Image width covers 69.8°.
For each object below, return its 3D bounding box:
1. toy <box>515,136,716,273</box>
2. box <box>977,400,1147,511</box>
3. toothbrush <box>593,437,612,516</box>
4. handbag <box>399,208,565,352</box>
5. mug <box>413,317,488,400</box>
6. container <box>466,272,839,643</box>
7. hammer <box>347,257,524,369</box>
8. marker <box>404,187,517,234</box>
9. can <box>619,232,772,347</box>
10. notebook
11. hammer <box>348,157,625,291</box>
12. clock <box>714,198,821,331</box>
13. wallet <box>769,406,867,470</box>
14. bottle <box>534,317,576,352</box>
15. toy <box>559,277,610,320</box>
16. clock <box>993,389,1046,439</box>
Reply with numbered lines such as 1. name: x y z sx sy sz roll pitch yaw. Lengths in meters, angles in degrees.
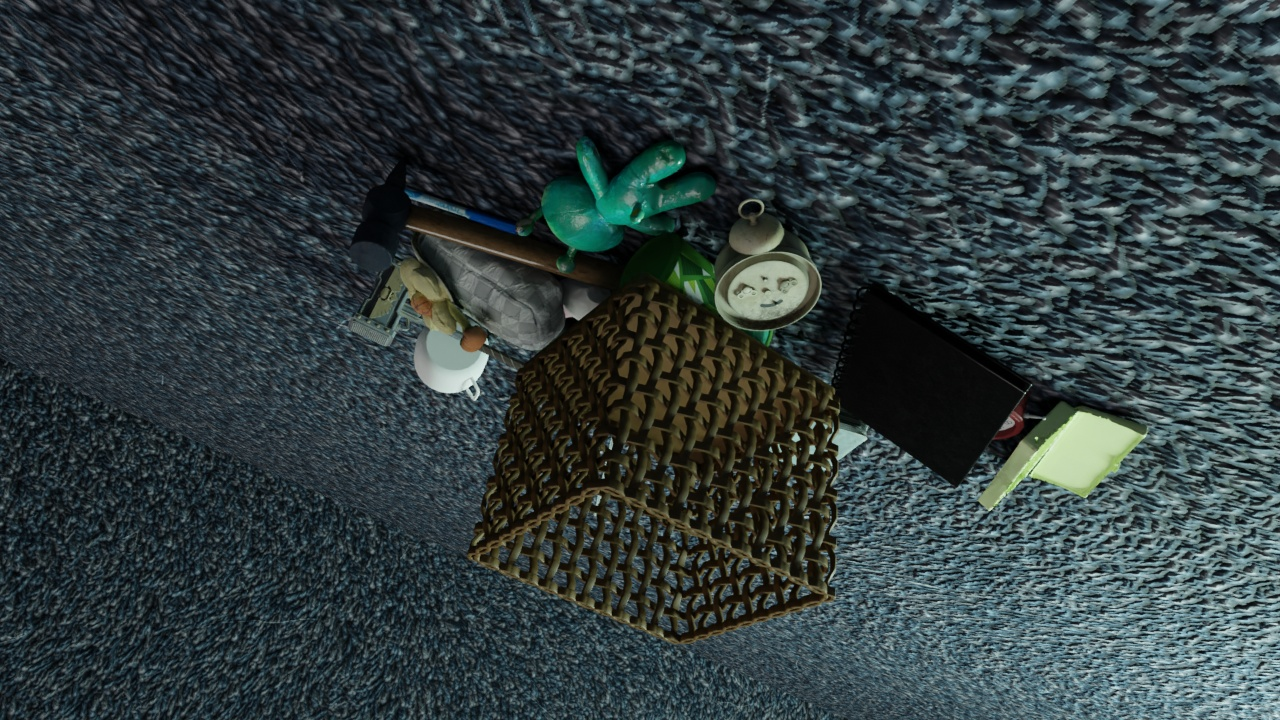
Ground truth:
1. toy: -0.026 -0.135 0.810 0.194 0.072 0.130 -16 137 40
2. box: 0.435 0.101 0.969 0.133 0.061 0.188 -7 153 5
3. toothbrush: -0.036 0.116 1.198 0.010 0.181 0.010 28 153 -29
4. handbag: -0.169 -0.069 0.975 0.171 0.123 0.113 30 154 13
5. mug: -0.244 0.000 1.208 0.115 0.094 0.068 58 154 8
6. container: 0.020 0.103 0.857 0.251 0.213 0.220 29 140 -25
7. hammer: -0.193 -0.014 1.148 0.322 0.098 0.044 27 155 -14
8. marker: -0.192 -0.158 0.953 0.142 0.013 0.013 19 156 4
9. can: 0.055 -0.052 0.893 0.144 0.082 0.083 35 152 -30
10. notebook: 0.268 0.029 0.898 0.169 0.019 0.232 37 160 20
11. hammer: -0.111 -0.109 0.910 0.321 0.129 0.040 16 141 -13
12. clock: 0.105 -0.088 0.802 0.093 0.054 0.141 -12 136 8
13. wallet: 0.207 0.086 1.104 0.100 0.054 0.132 13 157 -11
14. bottle: -0.145 -0.052 1.088 0.174 0.055 0.055 28 155 -14
15. toy: -0.058 -0.065 1.012 0.076 0.037 0.126 33 158 -34
16. clock: 0.336 0.045 0.924 0.087 0.044 0.125 29 153 -19
